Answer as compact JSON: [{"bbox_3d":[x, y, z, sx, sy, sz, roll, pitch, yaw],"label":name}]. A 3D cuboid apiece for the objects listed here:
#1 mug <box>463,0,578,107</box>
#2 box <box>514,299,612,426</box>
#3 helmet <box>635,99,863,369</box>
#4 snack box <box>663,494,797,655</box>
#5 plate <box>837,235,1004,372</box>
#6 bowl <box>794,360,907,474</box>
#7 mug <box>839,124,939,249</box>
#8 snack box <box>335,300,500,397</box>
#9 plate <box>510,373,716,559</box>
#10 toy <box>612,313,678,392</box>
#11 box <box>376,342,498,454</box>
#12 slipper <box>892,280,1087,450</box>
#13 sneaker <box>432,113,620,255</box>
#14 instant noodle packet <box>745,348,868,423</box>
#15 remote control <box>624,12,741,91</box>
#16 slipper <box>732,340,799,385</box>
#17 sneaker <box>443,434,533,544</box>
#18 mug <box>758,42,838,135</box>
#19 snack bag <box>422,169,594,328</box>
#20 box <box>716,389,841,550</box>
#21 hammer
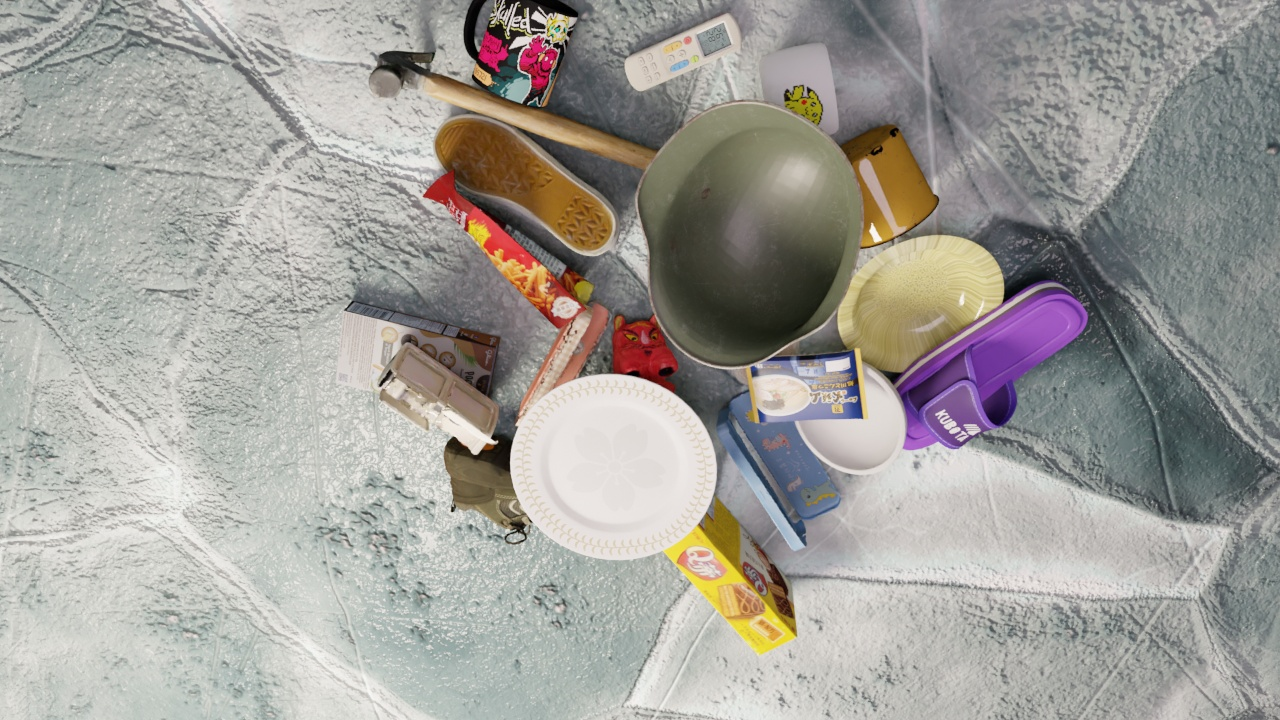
[{"bbox_3d":[-0.133,-0.331,0.942,0.118,0.081,0.098,34,117,18],"label":"mug"},{"bbox_3d":[-0.095,0.011,1.113,0.070,0.056,0.187,9,123,-36],"label":"box"},{"bbox_3d":[0.122,-0.122,0.918,0.227,0.153,0.268,36,118,16],"label":"helmet"},{"bbox_3d":[0.112,0.263,1.187,0.062,0.109,0.230,-34,109,19],"label":"snack box"},{"bbox_3d":[0.312,-0.070,1.041,0.184,0.036,0.185,-2,128,-2],"label":"plate"},{"bbox_3d":[0.254,0.060,1.093,0.150,0.043,0.150,21,123,36],"label":"bowl"},{"bbox_3d":[0.236,-0.180,0.970,0.124,0.100,0.094,-28,109,21],"label":"mug"},{"bbox_3d":[-0.275,0.000,1.132,0.186,0.031,0.101,14,116,-3],"label":"snack box"},{"bbox_3d":[-0.032,0.126,1.082,0.242,0.016,0.243,1,110,4],"label":"plate"},{"bbox_3d":[-0.007,0.006,1.111,0.088,0.094,0.133,-2,147,-25],"label":"toy"},{"bbox_3d":[-0.225,0.050,1.036,0.144,0.187,0.058,36,97,-16],"label":"box"},{"bbox_3d":[0.391,0.028,1.045,0.107,0.083,0.267,33,119,-26],"label":"slipper"},{"bbox_3d":[-0.116,-0.195,1.007,0.235,0.079,0.087,33,104,8],"label":"sneaker"},{"bbox_3d":[0.192,0.031,1.065,0.134,0.026,0.087,-4,111,23],"label":"instant noodle packet"},{"bbox_3d":[0.044,-0.322,0.960,0.126,0.018,0.038,-20,113,12],"label":"remote control"},{"bbox_3d":[0.139,-0.083,1.050,0.115,0.052,0.263,-2,116,4],"label":"slipper"},{"bbox_3d":[-0.141,0.186,1.173,0.238,0.100,0.143,12,112,4],"label":"sneaker"},{"bbox_3d":[0.163,-0.261,0.940,0.068,0.094,0.116,-10,122,10],"label":"mug"},{"bbox_3d":[-0.146,-0.129,1.017,0.208,0.139,0.066,44,80,-17],"label":"snack bag"},{"bbox_3d":[0.176,0.136,1.142,0.086,0.072,0.209,-30,110,12],"label":"box"},{"bbox_3d":[-0.111,-0.254,0.966,0.330,0.132,0.033,16,115,-15],"label":"hammer"}]
